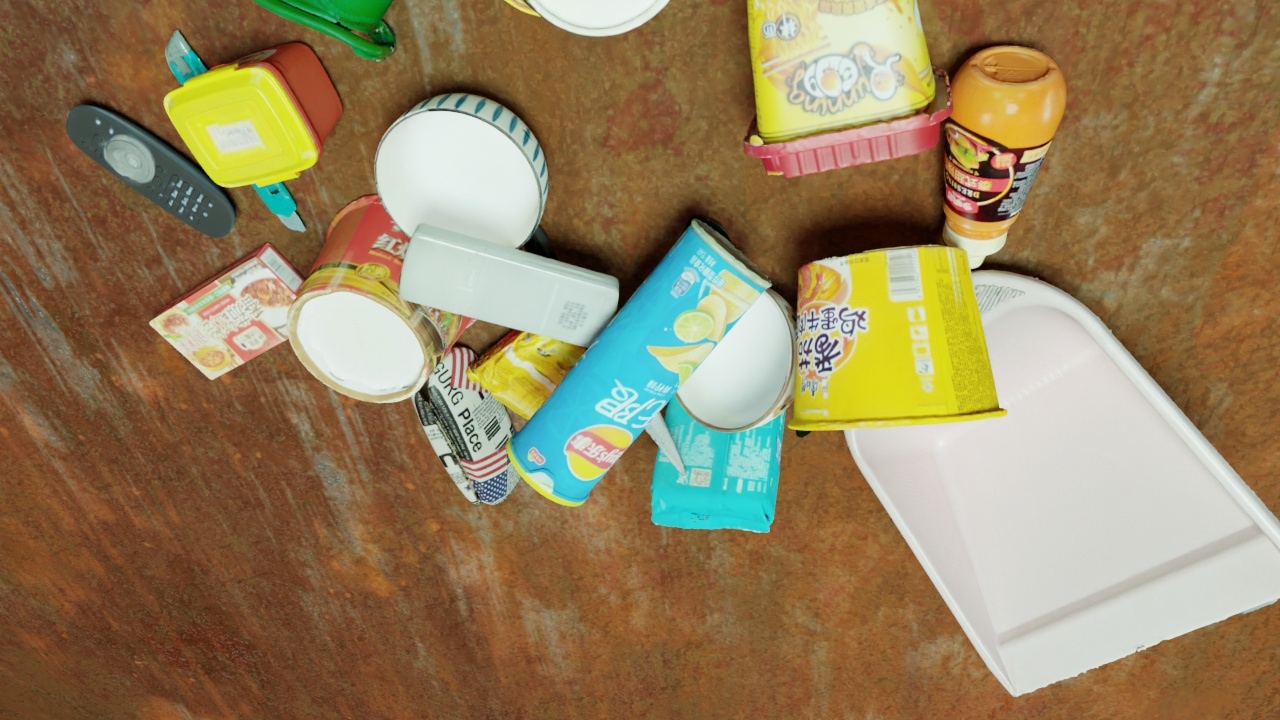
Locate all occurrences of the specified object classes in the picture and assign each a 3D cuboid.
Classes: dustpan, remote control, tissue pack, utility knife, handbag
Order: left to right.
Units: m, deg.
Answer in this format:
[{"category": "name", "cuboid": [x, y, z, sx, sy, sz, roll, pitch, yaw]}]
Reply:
[{"category": "remote control", "cuboid": [-0.374, -0.148, 0.710, 0.136, 0.024, 0.053, 38, 129, -17]}, {"category": "utility knife", "cuboid": [-0.302, -0.164, 0.687, 0.029, 0.013, 0.166, -11, 126, 23]}, {"category": "handbag", "cuboid": [-0.177, -0.255, 0.545, 0.120, 0.067, 0.132, 35, 129, -18]}, {"category": "remote control", "cuboid": [-0.090, -0.051, 0.642, 0.150, 0.021, 0.058, 15, 127, -14]}, {"category": "tissue pack", "cuboid": [0.063, 0.071, 0.725, 0.093, 0.133, 0.050, 4, 147, 14]}, {"category": "dustpan", "cuboid": [0.262, 0.080, 0.642, 0.138, 0.273, 0.223, 14, 136, -40]}]

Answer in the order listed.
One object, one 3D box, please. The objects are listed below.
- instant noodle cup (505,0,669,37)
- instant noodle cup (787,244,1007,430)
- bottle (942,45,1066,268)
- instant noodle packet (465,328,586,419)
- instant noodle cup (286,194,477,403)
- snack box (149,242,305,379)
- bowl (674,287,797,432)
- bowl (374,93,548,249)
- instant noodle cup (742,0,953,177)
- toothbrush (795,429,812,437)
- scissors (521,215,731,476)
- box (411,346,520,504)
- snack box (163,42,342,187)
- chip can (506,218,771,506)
[{"category": "instant noodle cup", "cuboid": [-0.033, -0.230, 0.480, 0.118, 0.114, 0.119, -8, 124, -12]}, {"category": "instant noodle cup", "cuboid": [0.162, -0.013, 0.603, 0.138, 0.138, 0.109, -5, 87, 17]}, {"category": "bottle", "cuboid": [0.220, -0.119, 0.580, 0.067, 0.066, 0.150, 4, 137, 10]}, {"category": "instant noodle packet", "cuboid": [-0.064, 0.019, 0.769, 0.111, 0.044, 0.128, -34, 118, 32]}, {"category": "instant noodle cup", "cuboid": [-0.198, -0.041, 0.706, 0.138, 0.108, 0.138, 7, 131, 8]}, {"category": "snack box", "cuboid": [-0.348, -0.040, 0.795, 0.153, 0.025, 0.075, -22, 121, 28]}, {"category": "bowl", "cuboid": [0.080, -0.004, 0.692, 0.114, 0.113, 0.062, -35, 158, 34]}, {"category": "bowl", "cuboid": [-0.117, -0.133, 0.637, 0.116, 0.066, 0.117, 6, 130, 7]}, {"category": "instant noodle cup", "cuboid": [0.111, -0.183, 0.521, 0.116, 0.115, 0.124, -7, 116, 19]}, {"category": "toothbrush", "cuboid": [0.166, -0.005, 0.718, 0.014, 0.016, 0.190, 23, 128, -2]}, {"category": "scissors", "cuboid": [-0.017, -0.021, 0.687, 0.221, 0.021, 0.233, -40, 88, 15]}, {"category": "box", "cuboid": [-0.145, 0.060, 0.810, 0.082, 0.075, 0.164, -11, 125, 7]}, {"category": "snack box", "cuboid": [-0.258, -0.170, 0.628, 0.091, 0.079, 0.082, -8, 126, 19]}, {"category": "chip can", "cuboid": [-0.004, 0.004, 0.638, 0.071, 0.071, 0.210, 36, 105, -17]}]
